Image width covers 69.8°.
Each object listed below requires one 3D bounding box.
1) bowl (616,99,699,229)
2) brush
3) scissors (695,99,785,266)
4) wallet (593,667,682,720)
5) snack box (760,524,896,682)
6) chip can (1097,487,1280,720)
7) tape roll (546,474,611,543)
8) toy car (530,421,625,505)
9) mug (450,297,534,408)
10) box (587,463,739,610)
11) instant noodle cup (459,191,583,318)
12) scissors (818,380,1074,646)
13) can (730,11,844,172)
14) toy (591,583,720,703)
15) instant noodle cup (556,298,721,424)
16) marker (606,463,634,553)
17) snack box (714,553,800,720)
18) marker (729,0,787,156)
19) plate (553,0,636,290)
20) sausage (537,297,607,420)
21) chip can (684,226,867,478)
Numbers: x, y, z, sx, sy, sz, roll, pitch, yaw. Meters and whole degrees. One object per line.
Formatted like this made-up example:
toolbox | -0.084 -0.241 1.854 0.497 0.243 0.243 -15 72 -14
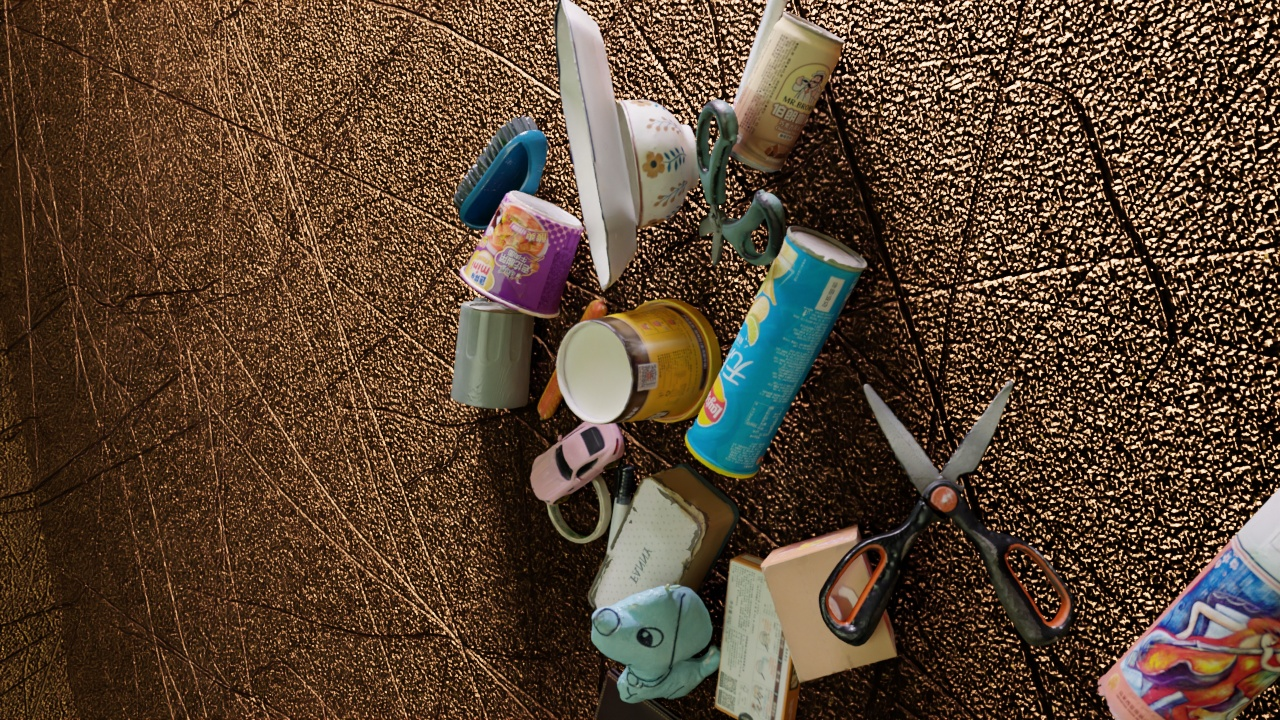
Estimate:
bowl | 0.017 -0.179 0.823 0.113 0.062 0.113 168 91 -83
brush | -0.145 -0.188 0.975 0.144 0.055 0.073 -43 67 35
scissors | 0.079 -0.118 0.759 0.177 0.019 0.172 91 154 -52
wallet | 0.000 0.392 0.951 0.122 0.020 0.096 25 106 37
snack box | 0.151 0.191 0.732 0.077 0.094 0.092 -19 82 12
chip can | 0.377 0.153 0.565 0.071 0.071 0.215 42 121 29
tape roll | -0.067 0.152 0.979 0.086 0.013 0.086 6 99 40
toy car | -0.068 0.103 0.945 0.123 0.037 0.056 -38 61 22
mug | -0.167 -0.012 1.011 0.124 0.083 0.103 -150 65 -61
box | 0.021 0.184 0.880 0.090 0.062 0.185 40 118 29
instant noodle cup | -0.115 -0.111 0.932 0.111 0.111 0.099 35 109 32
scissors | 0.224 0.122 0.670 0.221 0.022 0.233 39 88 6
can | 0.114 -0.217 0.749 0.058 0.058 0.116 42 121 29
toy | 0.018 0.256 0.833 0.156 0.161 0.049 -66 31 24
instant noodle cup | -0.005 0.005 0.843 0.119 0.114 0.118 6 99 39
marker | -0.024 0.169 0.941 0.018 0.022 0.131 -144 60 -64
snack box | 0.111 0.259 0.834 0.075 0.026 0.154 14 104 39
marker | 0.097 -0.247 0.788 0.017 0.017 0.145 33 116 33
plate | -0.041 -0.200 0.857 0.162 0.034 0.265 148 112 -81
sausage | -0.073 0.001 0.960 0.021 0.021 0.165 45 121 27
chip can | 0.110 -0.004 0.772 0.071 0.071 0.211 39 118 30
